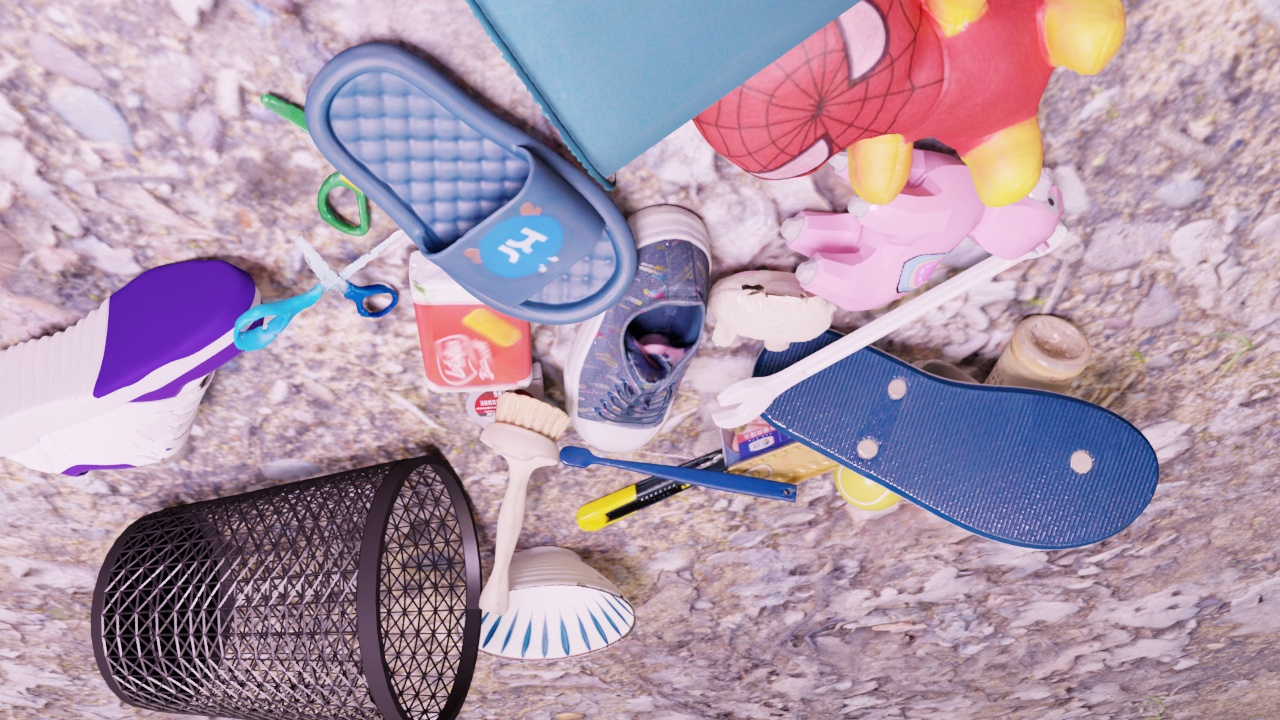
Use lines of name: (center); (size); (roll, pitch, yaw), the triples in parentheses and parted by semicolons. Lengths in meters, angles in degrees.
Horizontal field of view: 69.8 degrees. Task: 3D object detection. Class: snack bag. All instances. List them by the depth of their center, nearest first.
snack bag: (-0.113, -0.025, 0.630); (0.077, 0.036, 0.116); (-2, 140, -7)

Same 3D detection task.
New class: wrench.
wrench: (0.170, -0.024, 0.643); (0.273, 0.009, 0.047); (-29, 147, 7)

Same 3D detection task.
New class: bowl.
bowl: (-0.094, 0.233, 0.914); (0.177, 0.070, 0.178); (-4, 141, -3)

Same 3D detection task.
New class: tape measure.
tape measure: (-0.104, 0.026, 0.704); (0.060, 0.020, 0.062); (-4, 141, -3)

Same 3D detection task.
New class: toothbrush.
toothbrush: (0.029, 0.090, 0.723); (0.190, 0.016, 0.017); (10, 164, -4)

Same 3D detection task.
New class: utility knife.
utility knife: (0.016, 0.116, 0.830); (0.174, 0.020, 0.029); (-28, 138, 22)

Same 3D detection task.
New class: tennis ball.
tennis ball: (0.201, 0.097, 0.795); (0.065, 0.065, 0.065); (-4, 140, -3)

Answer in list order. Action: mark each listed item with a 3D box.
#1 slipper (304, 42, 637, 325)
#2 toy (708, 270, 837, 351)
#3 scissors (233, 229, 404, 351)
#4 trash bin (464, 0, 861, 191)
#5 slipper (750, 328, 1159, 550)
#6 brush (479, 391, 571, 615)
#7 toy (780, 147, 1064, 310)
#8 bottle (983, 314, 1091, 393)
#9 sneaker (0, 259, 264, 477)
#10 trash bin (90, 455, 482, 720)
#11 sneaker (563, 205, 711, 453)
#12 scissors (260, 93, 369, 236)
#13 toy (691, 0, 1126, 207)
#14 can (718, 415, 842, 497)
slipper: (-0.093, -0.086, 0.520); (0.104, 0.059, 0.213); (-40, 123, 22)
toy: (0.090, -0.037, 0.626); (0.087, 0.050, 0.112); (8, 153, -3)
scissors: (-0.193, -0.045, 0.575); (0.127, 0.014, 0.133); (-41, 162, -3)
trash bin: (0.026, -0.216, 0.315); (0.219, 0.196, 0.199); (-26, 137, 13)
slipper: (0.224, 0.056, 0.684); (0.295, 0.118, 0.060); (21, 178, 8)
brush: (-0.104, 0.126, 0.736); (0.062, 0.077, 0.273); (26, 133, 11)
toy: (0.180, -0.083, 0.579); (0.157, 0.067, 0.124); (7, 140, -21)
bottle: (0.300, 0.036, 0.743); (0.056, 0.056, 0.162); (0, 140, -8)
sneaker: (-0.334, 0.021, 0.619); (0.245, 0.091, 0.111); (-19, 142, 17)
trash bin: (-0.282, 0.196, 0.751); (0.243, 0.216, 0.217); (-6, 141, 9)
sneaker: (-0.004, 0.004, 0.646); (0.087, 0.079, 0.236); (3, 139, -12)
scissors: (-0.153, -0.120, 0.531); (0.127, 0.011, 0.126); (2, 139, -13)
toy: (0.120, -0.151, 0.464); (0.216, 0.098, 0.148); (4, 129, -14)
can: (0.113, 0.065, 0.749); (0.100, 0.059, 0.054); (-23, 137, 19)
